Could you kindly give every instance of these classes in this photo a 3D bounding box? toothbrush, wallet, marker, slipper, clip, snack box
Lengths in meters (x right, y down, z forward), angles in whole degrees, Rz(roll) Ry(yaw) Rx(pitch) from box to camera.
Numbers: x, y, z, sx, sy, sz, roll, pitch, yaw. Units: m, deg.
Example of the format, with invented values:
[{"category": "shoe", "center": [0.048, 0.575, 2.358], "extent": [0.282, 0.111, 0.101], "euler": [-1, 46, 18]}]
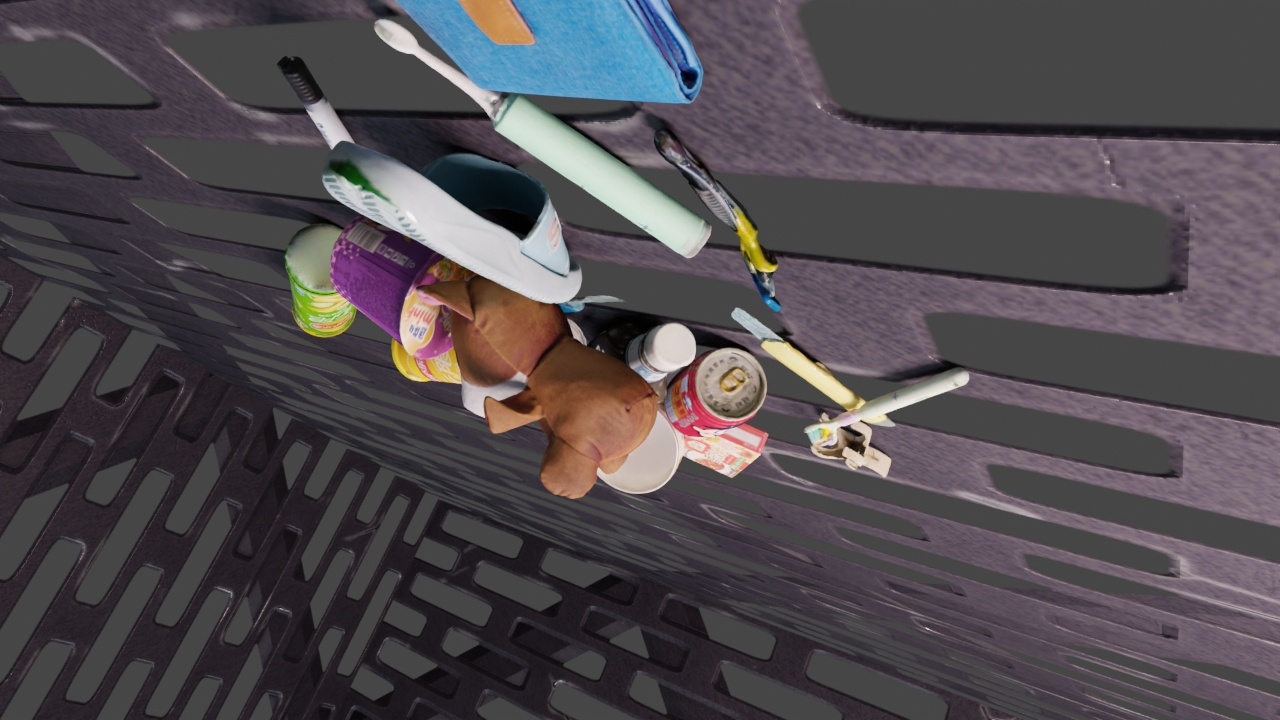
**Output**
[{"category": "toothbrush", "center": [-0.052, -0.126, 0.527], "extent": [0.224, 0.026, 0.027], "euler": [31, -176, -21]}, {"category": "wallet", "center": [-0.048, -0.157, 0.418], "extent": [0.133, 0.040, 0.106], "euler": [13, 164, 31]}, {"category": "marker", "center": [-0.220, -0.168, 0.647], "extent": [0.022, 0.018, 0.131], "euler": [41, 167, 15]}, {"category": "slipper", "center": [-0.110, -0.099, 0.599], "extent": [0.104, 0.074, 0.245], "euler": [26, -178, 19]}, {"category": "clip", "center": [0.197, 0.081, 0.805], "extent": [0.104, 0.034, 0.081], "euler": [31, 163, -35]}, {"category": "toothbrush", "center": [0.181, 0.036, 0.687], "extent": [0.029, 0.020, 0.190], "euler": [27, 156, -11]}, {"category": "snack box", "center": [0.084, 0.090, 0.993], "extent": [0.075, 0.025, 0.153], "euler": [23, 163, 1]}]

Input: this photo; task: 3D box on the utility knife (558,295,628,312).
[{"category": "utility knife", "center": [-0.083, -0.052, 0.807], "extent": [0.034, 0.018, 0.207], "euler": [22, 168, -40]}]

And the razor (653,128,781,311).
[{"category": "razor", "center": [0.049, -0.085, 0.529], "extent": [0.142, 0.022, 0.042], "euler": [45, -163, -43]}]

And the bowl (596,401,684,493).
[{"category": "bowl", "center": [-0.001, 0.078, 0.977], "extent": [0.113, 0.114, 0.062], "euler": [18, -154, 20]}]

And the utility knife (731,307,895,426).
[{"category": "utility knife", "center": [0.131, 0.010, 0.702], "extent": [0.194, 0.020, 0.031], "euler": [28, 159, -35]}]

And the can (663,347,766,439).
[{"category": "can", "center": [0.062, 0.028, 0.769], "extent": [0.066, 0.066, 0.094], "euler": [26, 163, -6]}]

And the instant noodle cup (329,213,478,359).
[{"category": "instant noodle cup", "center": [-0.194, -0.070, 0.764], "extent": [0.099, 0.111, 0.111], "euler": [27, 165, 21]}]

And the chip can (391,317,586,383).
[{"category": "chip can", "center": [-0.148, -0.010, 0.868], "extent": [0.214, 0.072, 0.072], "euler": [3, 153, 43]}]

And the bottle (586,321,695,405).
[{"category": "bottle", "center": [-0.005, 0.005, 0.784], "extent": [0.080, 0.044, 0.195], "euler": [66, 159, 2]}]

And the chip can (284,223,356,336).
[{"category": "chip can", "center": [-0.332, -0.080, 0.964], "extent": [0.072, 0.072, 0.222], "euler": [28, 163, -12]}]

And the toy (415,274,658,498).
[{"category": "toy", "center": [-0.082, 0.009, 0.712], "extent": [0.199, 0.131, 0.140], "euler": [50, -162, 7]}]
